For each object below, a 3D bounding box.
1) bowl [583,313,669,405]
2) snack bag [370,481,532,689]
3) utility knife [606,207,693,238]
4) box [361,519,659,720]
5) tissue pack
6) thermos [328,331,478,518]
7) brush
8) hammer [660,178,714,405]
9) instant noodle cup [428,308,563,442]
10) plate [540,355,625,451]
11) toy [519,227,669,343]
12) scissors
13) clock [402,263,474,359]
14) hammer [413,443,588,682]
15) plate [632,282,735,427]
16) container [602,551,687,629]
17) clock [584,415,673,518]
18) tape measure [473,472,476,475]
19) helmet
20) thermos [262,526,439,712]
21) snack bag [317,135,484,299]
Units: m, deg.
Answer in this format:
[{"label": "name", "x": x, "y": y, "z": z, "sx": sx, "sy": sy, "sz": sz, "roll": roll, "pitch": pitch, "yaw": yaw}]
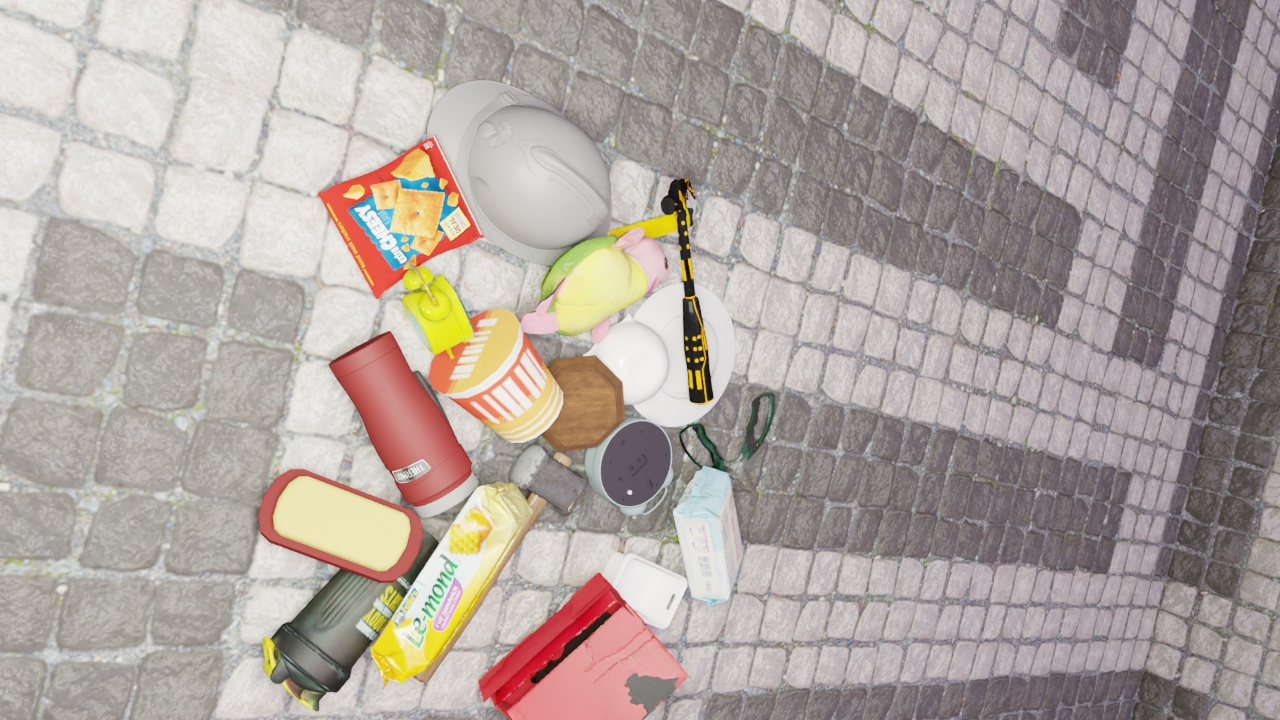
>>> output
[{"label": "bowl", "x": -0.007, "y": 0.007, "z": 1.225, "sx": 0.114, "sy": 0.051, "sz": 0.115, "roll": -5, "pitch": 102, "yaw": -25}, {"label": "snack bag", "x": -0.209, "y": 0.248, "z": 1.053, "sx": 0.068, "sy": 0.159, "sz": 0.247, "roll": 33, "pitch": 87, "yaw": 1}, {"label": "utility knife", "x": -0.017, "y": -0.168, "z": 1.216, "sx": 0.224, "sy": 0.019, "sz": 0.030, "roll": -21, "pitch": 106, "yaw": -34}, {"label": "box", "x": -0.119, "y": 0.335, "z": 1.061, "sx": 0.214, "sy": 0.171, "sz": 0.479, "roll": -40, "pitch": 164, "yaw": -8}, {"label": "tissue pack", "x": 0.101, "y": 0.259, "z": 1.333, "sx": 0.111, "sy": 0.070, "sz": 0.182, "roll": -56, "pitch": 139, "yaw": -59}, {"label": "thermos", "x": -0.258, "y": 0.068, "z": 1.029, "sx": 0.198, "sy": 0.084, "sz": 0.107, "roll": 63, "pitch": 23, "yaw": -13}, {"label": "brush", "x": -0.322, "y": 0.178, "z": 0.992, "sx": 0.173, "sy": 0.042, "sz": 0.082, "roll": 24, "pitch": 66, "yaw": -12}, {"label": "hammer", "x": 0.068, "y": -0.087, "z": 1.247, "sx": 0.123, "sy": 0.036, "sz": 0.321, "roll": -57, "pitch": 143, "yaw": -60}, {"label": "instant noodle cup", "x": -0.163, "y": 0.026, "z": 1.089, "sx": 0.123, "sy": 0.123, "sz": 0.121, "roll": -52, "pitch": 132, "yaw": -17}, {"label": "plate", "x": -0.080, "y": 0.059, "z": 1.176, "sx": 0.131, "sy": 0.025, "sz": 0.131, "roll": -2, "pitch": 103, "yaw": -10}, {"label": "toy", "x": -0.052, "y": -0.097, "z": 1.140, "sx": 0.237, "sy": 0.088, "sz": 0.191, "roll": -29, "pitch": 148, "yaw": -38}, {"label": "scissors", "x": 0.129, "y": 0.130, "z": 1.386, "sx": 0.204, "sy": 0.015, "sz": 0.201, "roll": 21, "pitch": 84, "yaw": -39}, {"label": "clock", "x": -0.229, "y": -0.060, "z": 1.028, "sx": 0.057, "sy": 0.083, "sz": 0.119, "roll": -29, "pitch": 143, "yaw": -17}, {"label": "hammer", "x": -0.184, "y": 0.259, "z": 1.161, "sx": 0.098, "sy": 0.052, "sz": 0.328, "roll": 39, "pitch": 79, "yaw": -35}, {"label": "plate", "x": 0.062, "y": -0.006, "z": 1.308, "sx": 0.208, "sy": 0.015, "sz": 0.209, "roll": -8, "pitch": 104, "yaw": -35}, {"label": "container", "x": -0.003, "y": 0.322, "z": 1.302, "sx": 0.129, "sy": 0.050, "sz": 0.080, "roll": 33, "pitch": 79, "yaw": -36}, {"label": "clock", "x": -0.011, "y": 0.147, "z": 1.266, "sx": 0.122, "sy": 0.045, "sz": 0.159, "roll": -44, "pitch": 122, "yaw": -22}, {"label": "tape measure", "x": -0.236, "y": 0.133, "z": 1.102, "sx": 0.061, "sy": 0.034, "sz": 0.062, "roll": -38, "pitch": 118, "yaw": -23}, {"label": "helmet", "x": -0.111, "y": -0.218, "z": 1.073, "sx": 0.271, "sy": 0.118, "sz": 0.183, "roll": 36, "pitch": 77, "yaw": -34}, {"label": "thermos", "x": -0.323, "y": 0.275, "z": 1.032, "sx": 0.220, "sy": 0.098, "sz": 0.098, "roll": -51, "pitch": 124, "yaw": -22}, {"label": "snack bag", "x": -0.262, "y": -0.160, "z": 1.021, "sx": 0.143, "sy": 0.039, "sz": 0.131, "roll": -33, "pitch": 119, "yaw": -20}]
